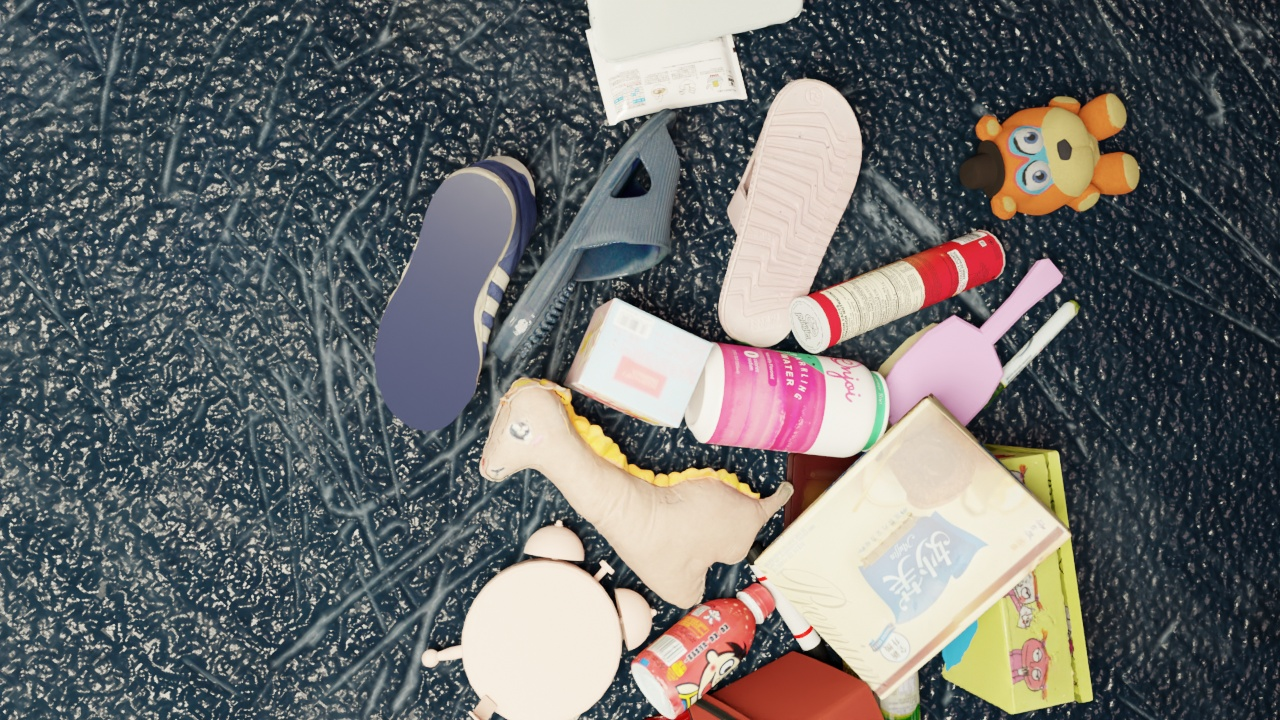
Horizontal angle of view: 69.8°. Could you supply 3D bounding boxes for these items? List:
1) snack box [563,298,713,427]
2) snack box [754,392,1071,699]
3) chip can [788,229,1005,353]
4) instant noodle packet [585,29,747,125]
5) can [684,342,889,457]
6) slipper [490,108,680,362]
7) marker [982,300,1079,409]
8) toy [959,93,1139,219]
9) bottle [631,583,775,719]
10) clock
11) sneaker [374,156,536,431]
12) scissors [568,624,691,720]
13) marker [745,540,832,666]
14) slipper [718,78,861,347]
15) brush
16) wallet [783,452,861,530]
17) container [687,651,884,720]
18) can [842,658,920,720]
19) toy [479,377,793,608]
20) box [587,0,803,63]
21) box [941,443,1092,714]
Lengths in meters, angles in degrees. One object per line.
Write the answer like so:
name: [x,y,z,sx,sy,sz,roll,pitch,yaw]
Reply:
snack box: [-0.005,0.005,0.783,0.093,0.095,0.079,25,84,-11]
snack box: [0.222,0.153,0.767,0.153,0.055,0.208,46,104,13]
chip can: [0.239,-0.066,0.844,0.214,0.052,0.052,-21,92,-21]
instant noodle packet: [0.025,-0.270,0.836,0.134,0.026,0.087,-14,91,-12]
can: [0.127,0.036,0.813,0.165,0.088,0.088,7,86,-12]
slipper: [-0.025,-0.093,0.767,0.082,0.101,0.263,35,70,-8]
marker: [0.382,-0.007,0.906,0.146,0.017,0.017,-42,96,-11]
toy: [0.390,-0.193,0.884,0.176,0.096,0.112,-14,91,-1]
bottle: [0.061,0.246,0.802,0.137,0.062,0.062,-32,94,-26]
clock: [-0.079,0.230,0.760,0.131,0.086,0.160,43,72,2]
sneaker: [-0.152,-0.067,0.775,0.091,0.118,0.234,18,117,-4]
scissors: [-0.044,0.313,0.802,0.196,0.015,0.179,5,87,-12]
marker: [0.138,0.231,0.842,0.019,0.019,0.145,-33,95,-12]
slipper: [0.129,-0.131,0.835,0.094,0.064,0.239,13,102,-14]
brush: [0.314,-0.013,0.878,0.228,0.043,0.089,-43,97,-10]
wallet: [0.192,0.133,0.860,0.115,0.018,0.091,5,86,-14]
container: [0.097,0.345,0.760,0.200,0.148,0.127,-26,100,-24]
can: [0.218,0.299,0.832,0.067,0.067,0.121,-2,87,-12]
toy: [-0.001,0.094,0.777,0.196,0.065,0.264,-44,111,-13]
box: [0.030,-0.353,0.817,0.211,0.105,0.130,-16,122,-15]
box: [0.326,0.189,0.834,0.082,0.124,0.221,-5,87,-13]
